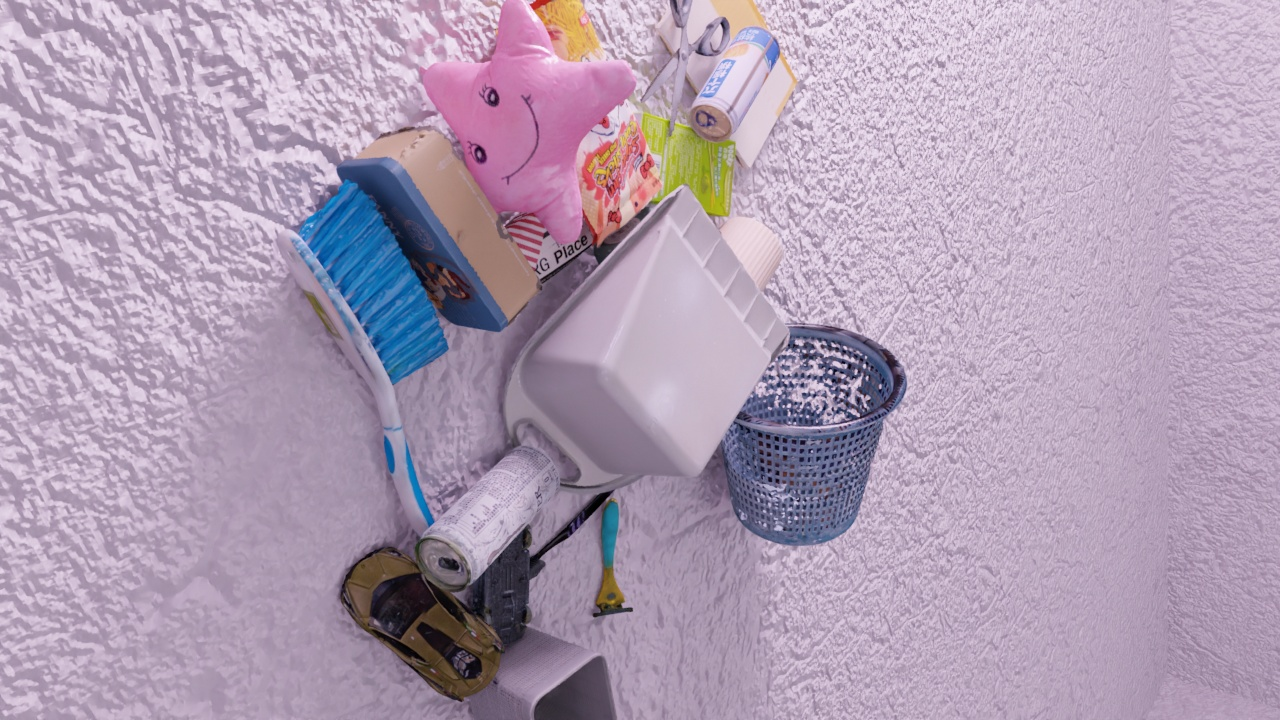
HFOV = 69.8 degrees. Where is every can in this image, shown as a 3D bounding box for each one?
[{"bbox_3d":[0.100,-0.293,0.971,0.053,0.053,0.134,54,53,-37],"label":"can"},{"bbox_3d":[-0.129,0.134,0.796,0.146,0.058,0.058,-46,128,-52],"label":"can"}]

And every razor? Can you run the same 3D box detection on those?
[{"bbox_3d":[-0.031,0.205,0.960,0.043,0.028,0.132,-4,103,-15],"label":"razor"}]

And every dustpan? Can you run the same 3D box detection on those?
[{"bbox_3d":[-0.005,0.005,0.888,0.223,0.143,0.257,49,55,-34],"label":"dustpan"}]

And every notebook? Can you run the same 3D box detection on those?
[{"bbox_3d":[0.103,-0.338,1.024,0.206,0.010,0.145,48,63,-39],"label":"notebook"}]

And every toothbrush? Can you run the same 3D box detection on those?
[{"bbox_3d":[-0.060,0.162,0.932,0.188,0.017,0.014,-41,123,-37],"label":"toothbrush"}]

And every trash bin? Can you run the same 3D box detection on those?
[{"bbox_3d":[0.178,0.094,1.049,0.225,0.227,0.195,-32,131,-39],"label":"trash bin"}]

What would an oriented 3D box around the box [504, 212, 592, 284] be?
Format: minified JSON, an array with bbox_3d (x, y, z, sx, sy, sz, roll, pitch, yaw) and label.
[{"bbox_3d":[-0.077,-0.125,0.852,0.163,0.056,0.070,-42,136,-34],"label":"box"}]

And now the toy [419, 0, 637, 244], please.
[{"bbox_3d":[-0.107,-0.185,0.741,0.195,0.178,0.074,-65,168,27],"label":"toy"}]

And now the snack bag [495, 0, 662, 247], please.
[{"bbox_3d":[-0.051,-0.219,0.822,0.128,0.073,0.208,-54,126,-41],"label":"snack bag"}]

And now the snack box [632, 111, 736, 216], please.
[{"bbox_3d":[0.042,-0.204,0.970,0.156,0.026,0.086,1,96,-46],"label":"snack box"}]

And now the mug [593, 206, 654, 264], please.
[{"bbox_3d":[0.010,-0.100,0.920,0.106,0.082,0.111,57,28,-32],"label":"mug"}]

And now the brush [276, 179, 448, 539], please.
[{"bbox_3d":[-0.198,0.018,0.740,0.109,0.061,0.315,-42,127,-27],"label":"brush"}]

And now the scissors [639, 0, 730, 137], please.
[{"bbox_3d":[0.045,-0.318,0.939,0.177,0.014,0.159,-30,114,-45],"label":"scissors"}]

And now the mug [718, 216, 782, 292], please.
[{"bbox_3d":[0.087,-0.105,1.005,0.114,0.082,0.105,42,60,-9],"label":"mug"}]

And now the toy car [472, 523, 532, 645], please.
[{"bbox_3d":[-0.130,0.203,0.849,0.054,0.037,0.120,3,90,-43],"label":"toy car"}]

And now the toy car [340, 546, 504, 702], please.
[{"bbox_3d":[-0.182,0.223,0.772,0.158,0.042,0.070,47,73,-20],"label":"toy car"}]

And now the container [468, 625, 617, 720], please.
[{"bbox_3d":[-0.096,0.308,0.844,0.090,0.114,0.090,-25,114,-42],"label":"container"}]

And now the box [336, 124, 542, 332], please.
[{"bbox_3d":[-0.160,-0.107,0.729,0.060,0.090,0.184,-53,128,-26],"label":"box"}]
